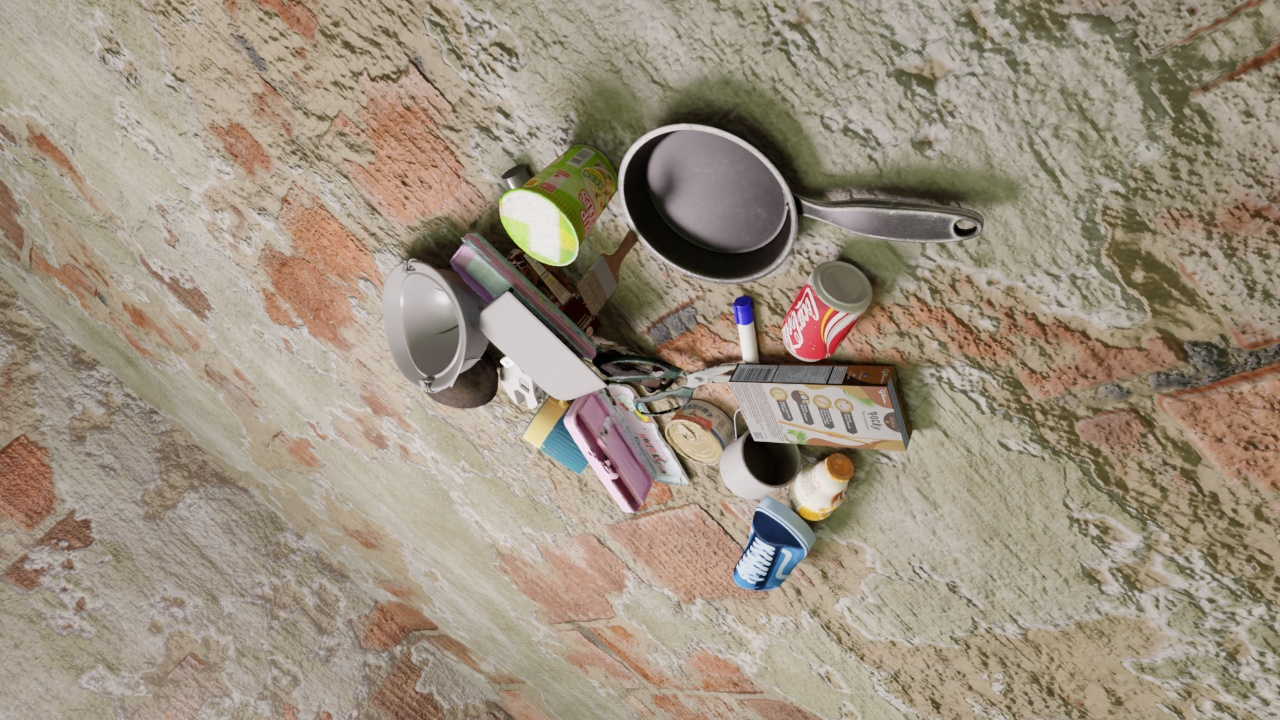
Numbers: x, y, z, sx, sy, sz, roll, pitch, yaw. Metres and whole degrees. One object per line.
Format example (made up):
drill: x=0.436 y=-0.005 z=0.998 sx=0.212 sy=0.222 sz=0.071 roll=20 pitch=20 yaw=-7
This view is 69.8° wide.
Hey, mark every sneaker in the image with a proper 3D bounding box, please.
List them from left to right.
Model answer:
sneaker: x=0.173 y=0.265 z=1.239 sx=0.083 sy=0.098 sz=0.241 roll=34 pitch=160 yaw=20

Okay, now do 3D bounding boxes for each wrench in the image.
wrench: x=-0.177 y=-0.025 z=1.323 sx=0.087 sy=0.018 sz=0.274 roll=35 pitch=145 yaw=27

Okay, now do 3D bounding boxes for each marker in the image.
marker: x=0.125 y=-0.015 z=1.062 sx=0.020 sy=0.020 sz=0.142 roll=16 pitch=141 yaw=29

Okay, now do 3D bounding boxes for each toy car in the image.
toy car: x=-0.007 y=0.007 z=1.198 sx=0.113 sy=0.040 sz=0.049 roll=20 pitch=146 yaw=-6

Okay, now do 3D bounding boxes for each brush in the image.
brush: x=-0.021 y=-0.114 z=0.965 sx=0.008 sy=0.142 sz=0.045 roll=14 pitch=149 yaw=33

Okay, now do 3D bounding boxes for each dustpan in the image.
dustpan: x=-0.144 y=-0.012 z=1.192 sx=0.163 sy=0.033 sz=0.258 roll=44 pitch=154 yaw=-12

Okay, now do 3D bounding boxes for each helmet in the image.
helmet: x=-0.261 y=-0.056 z=1.287 sx=0.272 sy=0.117 sz=0.183 roll=2 pitch=102 yaw=53

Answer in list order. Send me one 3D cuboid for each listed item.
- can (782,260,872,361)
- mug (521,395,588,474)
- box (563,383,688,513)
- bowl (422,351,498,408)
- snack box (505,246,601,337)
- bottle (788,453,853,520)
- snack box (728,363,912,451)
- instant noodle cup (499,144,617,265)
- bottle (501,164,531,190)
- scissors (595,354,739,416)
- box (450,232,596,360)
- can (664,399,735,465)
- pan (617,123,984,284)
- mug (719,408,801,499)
can: x=0.186 y=-0.048 z=0.928 sx=0.064 sy=0.064 sz=0.105 roll=32 pitch=146 yaw=7
mug: x=-0.104 y=0.099 z=1.367 sx=0.107 sy=0.083 sz=0.114 roll=35 pitch=119 yaw=2
box: x=-0.012 y=0.126 z=1.312 sx=0.103 sy=0.086 sz=0.202 roll=-9 pitch=126 yaw=33
bowl: x=-0.269 y=0.011 z=1.378 sx=0.121 sy=0.121 sz=0.056 roll=30 pitch=127 yaw=11
snack box: x=-0.115 y=-0.086 z=1.186 sx=0.051 sy=0.031 sz=0.141 roll=-11 pitch=124 yaw=49
bottle: x=0.226 y=0.154 z=1.135 sx=0.063 sy=0.063 sz=0.109 roll=33 pitch=147 yaw=6
snack box: x=0.203 y=0.052 z=1.041 sx=0.186 sy=0.031 sz=0.101 roll=1 pitch=134 yaw=34
instant noodle cup: x=-0.080 y=-0.172 z=0.981 sx=0.099 sy=0.107 sz=0.099 roll=25 pitch=145 yaw=19
bottle: x=-0.124 y=-0.175 z=1.088 sx=0.030 sy=0.030 sz=0.113 roll=4 pitch=134 yaw=40
scissors: x=0.035 y=0.014 z=1.144 sx=0.146 sy=0.015 sz=0.210 roll=39 pitch=139 yaw=-28
box: x=-0.144 y=-0.074 z=1.151 sx=0.214 sy=0.048 sz=0.150 roll=43 pitch=166 yaw=-9
can: x=0.080 y=0.096 z=1.217 sx=0.086 sy=0.043 sz=0.086 roll=24 pitch=144 yaw=19
pan: x=0.139 y=-0.144 z=0.866 sx=0.357 sy=0.055 sz=0.187 roll=6 pitch=136 yaw=28
mug: x=0.144 y=0.116 z=1.160 sx=0.113 sy=0.084 sz=0.071 roll=64 pitch=151 yaw=12
